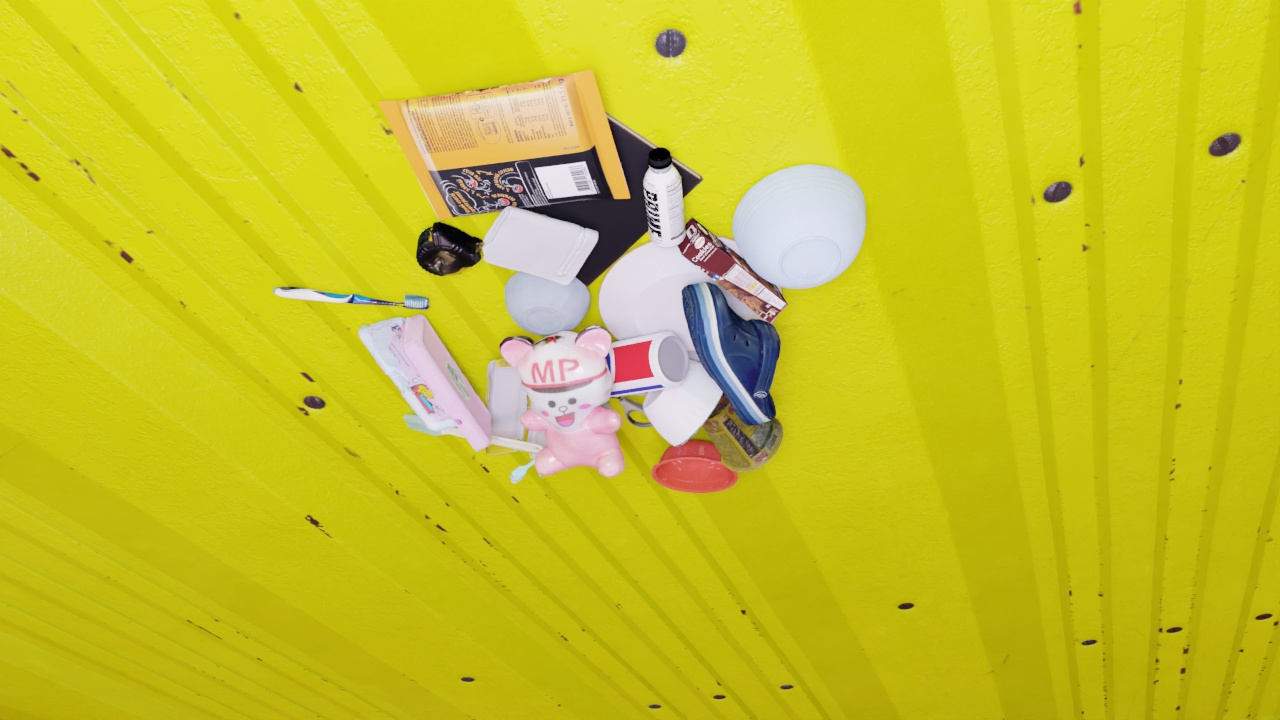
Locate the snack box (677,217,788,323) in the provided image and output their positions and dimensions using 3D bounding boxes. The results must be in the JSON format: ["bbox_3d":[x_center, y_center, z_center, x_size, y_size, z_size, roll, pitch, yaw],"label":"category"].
[{"bbox_3d":[0.104,-0.103,1.053,0.141,0.051,0.032,35,109,-25],"label":"snack box"}]

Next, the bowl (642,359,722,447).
[{"bbox_3d":[0.053,0.048,1.206,0.065,0.116,0.117,36,131,-10],"label":"bowl"}]

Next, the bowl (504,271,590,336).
[{"bbox_3d":[-0.116,-0.064,1.121,0.106,0.039,0.106,3,145,2],"label":"bowl"}]

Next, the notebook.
[{"bbox_3d":[-0.053,-0.173,1.024,0.141,0.008,0.210,27,133,-29],"label":"notebook"}]

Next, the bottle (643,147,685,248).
[{"bbox_3d":[0.025,-0.175,0.981,0.041,0.041,0.116,-4,140,4],"label":"bottle"}]

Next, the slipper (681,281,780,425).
[{"bbox_3d":[0.124,-0.015,1.110,0.095,0.105,0.253,-19,139,13],"label":"slipper"}]

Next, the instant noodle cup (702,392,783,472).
[{"bbox_3d":[0.129,0.087,1.278,0.102,0.102,0.108,-25,126,26],"label":"instant noodle cup"}]

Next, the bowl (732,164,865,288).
[{"bbox_3d":[0.181,-0.133,1.015,0.150,0.074,0.151,-2,138,-2],"label":"bowl"}]

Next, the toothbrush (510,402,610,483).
[{"bbox_3d":[-0.109,0.112,1.271,0.180,0.016,0.017,-38,160,-24],"label":"toothbrush"}]

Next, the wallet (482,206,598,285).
[{"bbox_3d":[-0.114,-0.133,1.035,0.116,0.032,0.086,17,135,-32],"label":"wallet"}]

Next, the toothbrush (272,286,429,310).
[{"bbox_3d":[-0.355,-0.079,1.129,0.189,0.016,0.017,5,130,-7],"label":"toothbrush"}]

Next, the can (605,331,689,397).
[{"bbox_3d":[-0.007,0.007,1.165,0.132,0.070,0.070,-10,144,43],"label":"can"}]

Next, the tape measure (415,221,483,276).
[{"bbox_3d":[-0.226,-0.124,1.054,0.067,0.038,0.063,26,138,-37],"label":"tape measure"}]

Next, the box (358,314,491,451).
[{"bbox_3d":[-0.283,0.037,1.200,0.103,0.100,0.201,-20,128,8],"label":"box"}]

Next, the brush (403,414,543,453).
[{"bbox_3d":[-0.237,0.107,1.306,0.218,0.012,0.033,11,145,15],"label":"brush"}]

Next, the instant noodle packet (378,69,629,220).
[{"bbox_3d":[-0.135,-0.215,0.944,0.221,0.032,0.160,-4,141,12],"label":"instant noodle packet"}]

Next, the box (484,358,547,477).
[{"bbox_3d":[-0.168,0.087,1.277,0.084,0.080,0.211,-10,142,-19],"label":"box"}]

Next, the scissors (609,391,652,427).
[{"bbox_3d":[-0.015,0.049,1.274,0.169,0.012,0.157,-19,138,10],"label":"scissors"}]

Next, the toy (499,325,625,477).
[{"bbox_3d":[-0.088,0.052,1.147,0.142,0.084,0.213,-1,125,20],"label":"toy"}]

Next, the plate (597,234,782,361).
[{"bbox_3d":[0.062,-0.067,1.140,0.230,0.021,0.230,0,140,0],"label":"plate"}]

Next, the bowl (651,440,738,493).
[{"bbox_3d":[0.082,0.155,1.379,0.130,0.045,0.131,4,150,2],"label":"bowl"}]
